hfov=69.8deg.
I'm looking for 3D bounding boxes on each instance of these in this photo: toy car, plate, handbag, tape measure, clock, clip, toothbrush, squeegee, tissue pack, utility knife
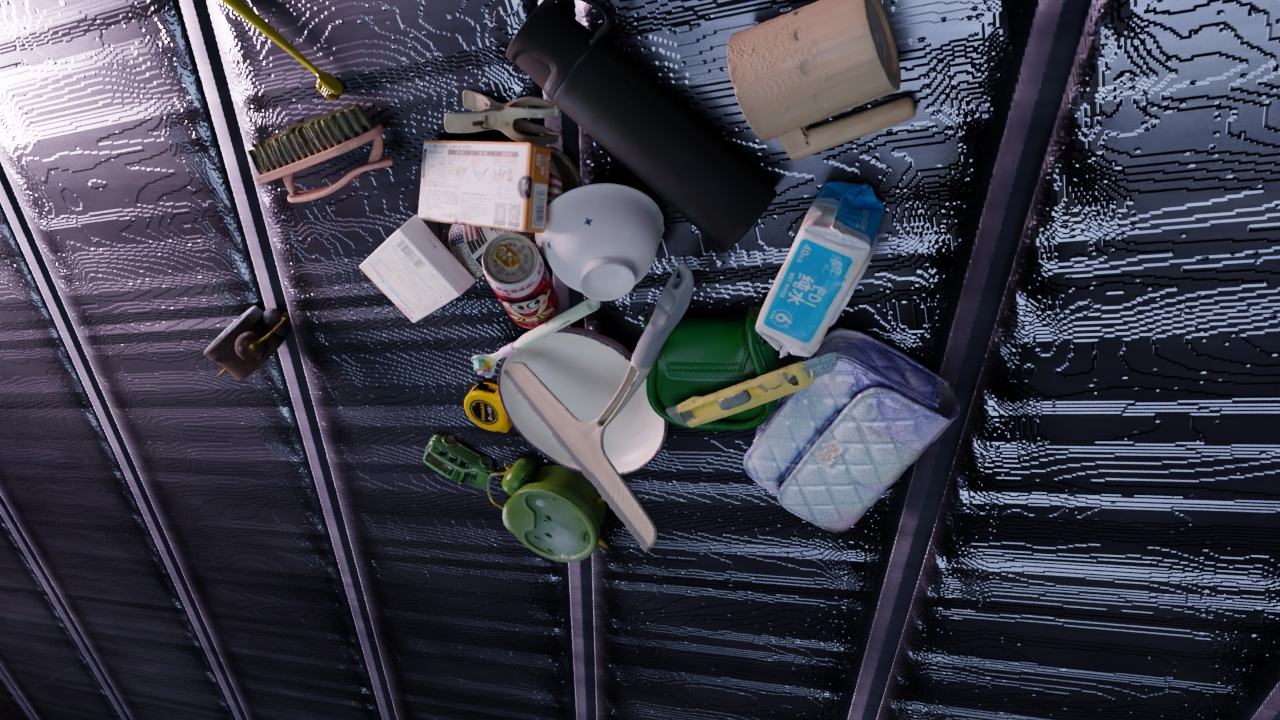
[{"bbox_3d":[-0.222,0.126,1.122,0.091,0.036,0.043,27,130,-2],"label":"toy car"},{"bbox_3d":[-0.058,0.039,0.979,0.192,0.038,0.193,12,129,15],"label":"plate"},{"bbox_3d":[0.069,0.003,0.875,0.131,0.067,0.120,-1,123,24],"label":"handbag"},{"bbox_3d":[-0.170,0.051,1.045,0.057,0.028,0.060,14,129,13],"label":"tape measure"},{"bbox_3d":[-0.112,0.175,1.095,0.161,0.056,0.116,16,129,12],"label":"clock"},{"bbox_3d":[-0.119,-0.216,0.817,0.097,0.060,0.034,7,129,5],"label":"clip"},{"bbox_3d":[0.190,0.072,0.869,0.134,0.075,0.194,29,132,1],"label":"handbag"},{"bbox_3d":[-0.105,-0.023,0.909,0.190,0.020,0.029,-25,112,40],"label":"toothbrush"},{"bbox_3d":[-0.359,-0.313,0.864,0.190,0.015,0.017,40,137,-8],"label":"toothbrush"},{"bbox_3d":[-0.005,0.005,0.853,0.246,0.039,0.247,48,127,25],"label":"squeegee"},{"bbox_3d":[0.151,-0.075,0.766,0.063,0.089,0.140,25,131,5],"label":"tissue pack"},{"bbox_3d":[0.101,0.027,0.835,0.178,0.019,0.031,-24,111,26],"label":"utility knife"},{"bbox_3d":[-0.461,-0.024,1.085,0.122,0.081,0.055,-24,117,37],"label":"clock"}]

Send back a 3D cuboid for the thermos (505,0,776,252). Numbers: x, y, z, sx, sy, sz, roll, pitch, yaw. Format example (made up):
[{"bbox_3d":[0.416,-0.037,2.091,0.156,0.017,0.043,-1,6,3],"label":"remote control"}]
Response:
[{"bbox_3d":[0.006,-0.198,0.750,0.242,0.068,0.090,40,135,-8],"label":"thermos"}]

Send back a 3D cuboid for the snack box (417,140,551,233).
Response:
[{"bbox_3d":[-0.144,-0.158,0.826,0.154,0.026,0.075,13,100,40],"label":"snack box"}]

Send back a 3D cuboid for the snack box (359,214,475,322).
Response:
[{"bbox_3d":[-0.229,-0.089,0.929,0.084,0.026,0.157,48,153,-15],"label":"snack box"}]

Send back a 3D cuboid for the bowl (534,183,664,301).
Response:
[{"bbox_3d":[-0.033,-0.093,0.818,0.118,0.064,0.118,-5,145,-4],"label":"bowl"}]

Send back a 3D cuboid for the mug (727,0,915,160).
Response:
[{"bbox_3d":[0.138,-0.208,0.687,0.104,0.084,0.124,-13,143,30],"label":"mug"}]

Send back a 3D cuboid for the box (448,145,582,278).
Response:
[{"bbox_3d":[-0.129,-0.136,0.855,0.164,0.077,0.075,-31,99,40],"label":"box"}]

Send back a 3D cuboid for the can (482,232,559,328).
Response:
[{"bbox_3d":[-0.111,-0.073,0.863,0.053,0.053,0.133,22,168,8],"label":"can"}]

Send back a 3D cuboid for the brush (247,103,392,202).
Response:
[{"bbox_3d":[-0.307,-0.201,0.895,0.146,0.063,0.073,-10,116,28],"label":"brush"}]
